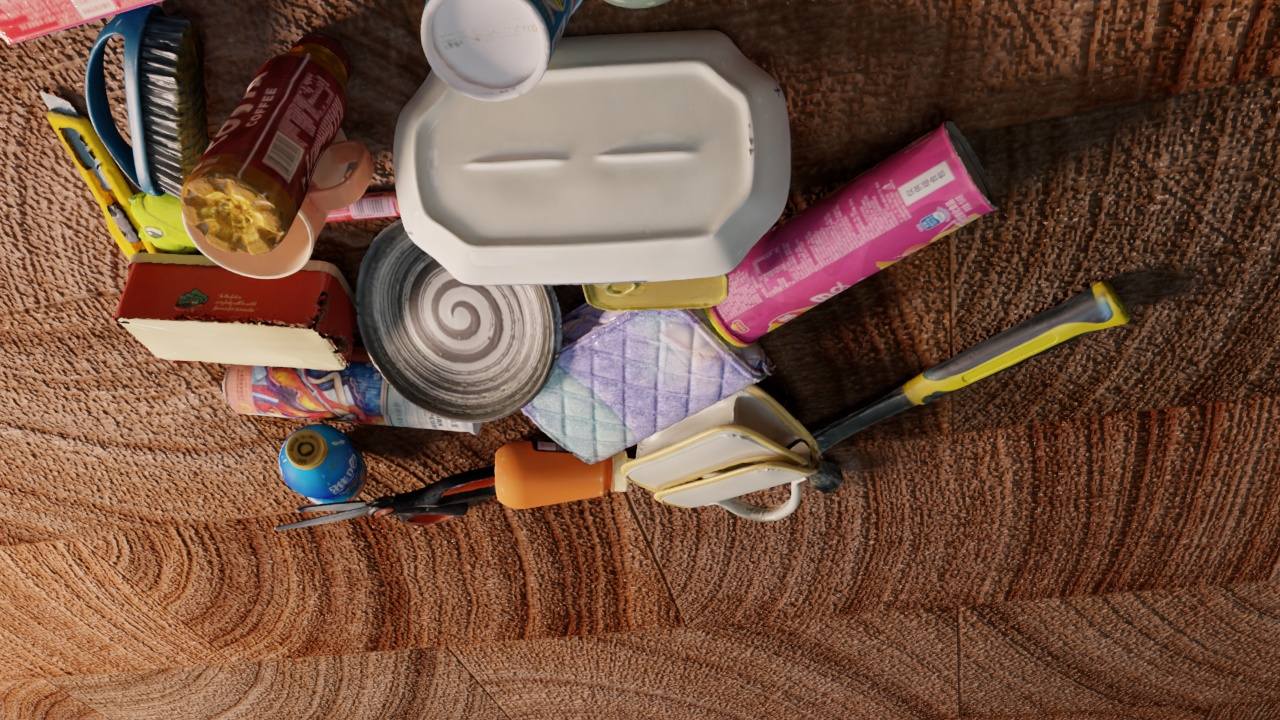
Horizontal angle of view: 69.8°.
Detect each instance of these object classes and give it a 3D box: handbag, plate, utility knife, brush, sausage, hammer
[{"bbox_3d":[0.089,0.105,0.853,0.178,0.063,0.164,37,140,-27],"label":"handbag"},{"bbox_3d":[-0.036,-0.129,0.592,0.266,0.034,0.162,-1,97,6],"label":"plate"},{"bbox_3d":[-0.145,-0.035,0.738,0.179,0.024,0.180,6,112,16],"label":"plate"},{"bbox_3d":[-0.004,0.004,0.769,0.194,0.075,0.134,-28,123,31],"label":"handbag"},{"bbox_3d":[-0.407,-0.129,0.700,0.033,0.015,0.168,-3,136,3],"label":"utility knife"},{"bbox_3d":[-0.333,-0.173,0.619,0.073,0.055,0.144,13,136,-10],"label":"brush"},{"bbox_3d":[-0.208,-0.117,0.696,0.156,0.020,0.020,-3,136,8],"label":"sausage"},{"bbox_3d":[0.254,0.021,0.800,0.324,0.031,0.126,-31,127,32],"label":"hammer"}]

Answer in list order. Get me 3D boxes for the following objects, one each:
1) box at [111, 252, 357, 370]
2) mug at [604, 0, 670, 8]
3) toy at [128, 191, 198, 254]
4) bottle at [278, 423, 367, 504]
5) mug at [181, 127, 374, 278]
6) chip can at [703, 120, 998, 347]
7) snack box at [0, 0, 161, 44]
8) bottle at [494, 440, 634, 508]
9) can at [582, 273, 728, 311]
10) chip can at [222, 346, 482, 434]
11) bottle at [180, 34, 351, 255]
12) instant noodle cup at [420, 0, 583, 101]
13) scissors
[{"bbox_3d":[-0.321,-0.030,0.739,0.168,0.076,0.091,3,156,2],"label":"box"},{"bbox_3d":[-0.008,-0.252,0.476,0.082,0.106,0.112,-23,130,27],"label":"mug"},{"bbox_3d":[-0.338,-0.107,0.707,0.100,0.031,0.097,30,131,-31],"label":"toy"},{"bbox_3d":[-0.287,0.092,0.825,0.065,0.065,0.219,12,164,-9],"label":"bottle"},{"bbox_3d":[-0.238,-0.124,0.628,0.115,0.105,0.082,-9,135,13],"label":"mug"},{"bbox_3d":[0.144,-0.086,0.666,0.211,0.071,0.071,-30,127,30],"label":"chip can"},{"bbox_3d":[-0.295,-0.245,0.541,0.208,0.057,0.058,-9,133,13],"label":"snack box"},{"bbox_3d":[-0.066,0.110,0.900,0.149,0.066,0.067,-2,137,-5],"label":"bottle"},{"bbox_3d":[0.011,-0.086,0.659,0.102,0.083,0.057,-2,153,6],"label":"can"},{"bbox_3d":[-0.247,0.021,0.808,0.215,0.071,0.071,5,137,0],"label":"chip can"},{"bbox_3d":[-0.218,-0.140,0.559,0.057,0.174,0.058,2,136,2],"label":"bottle"},{"bbox_3d":[-0.080,-0.207,0.527,0.099,0.109,0.099,1,137,1],"label":"instant noodle cup"},{"bbox_3d":[-0.241,0.149,0.903,0.226,0.021,0.198,-15,159,-20],"label":"scissors"}]
